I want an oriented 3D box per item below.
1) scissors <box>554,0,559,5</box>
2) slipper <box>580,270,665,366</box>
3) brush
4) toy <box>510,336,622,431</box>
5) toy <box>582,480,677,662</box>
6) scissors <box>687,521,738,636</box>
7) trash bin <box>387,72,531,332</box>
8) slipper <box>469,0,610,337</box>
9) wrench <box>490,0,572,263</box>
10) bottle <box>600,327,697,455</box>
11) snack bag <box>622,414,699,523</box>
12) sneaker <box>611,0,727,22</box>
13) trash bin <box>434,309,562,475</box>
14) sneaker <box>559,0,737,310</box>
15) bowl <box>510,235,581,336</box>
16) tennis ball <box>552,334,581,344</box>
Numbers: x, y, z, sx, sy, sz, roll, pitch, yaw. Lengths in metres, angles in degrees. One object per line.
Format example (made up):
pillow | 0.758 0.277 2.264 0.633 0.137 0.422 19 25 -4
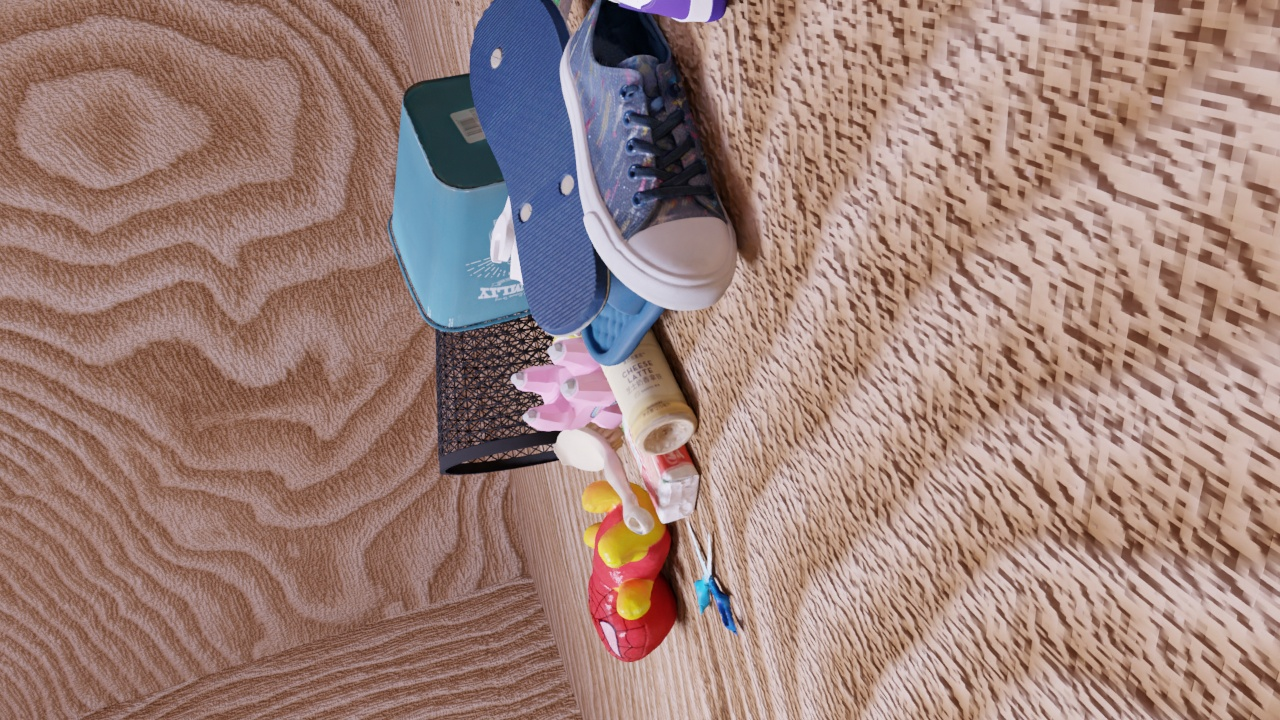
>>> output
scissors | -0.091 -0.351 0.863 0.126 0.011 0.127 100 151 -64
slipper | -0.016 -0.071 0.712 0.103 0.059 0.214 64 149 30
brush | -0.030 0.112 0.922 0.062 0.077 0.272 47 177 -19
toy | -0.048 0.028 0.910 0.124 0.157 0.067 -34 66 34
toy | -0.012 0.239 1.010 0.147 0.099 0.217 -104 8 -56
scissors | 0.065 0.205 0.848 0.133 0.014 0.128 -115 20 -50
trash bin | -0.170 -0.182 1.010 0.199 0.196 0.219 63 157 23
slipper | -0.062 -0.157 0.698 0.118 0.060 0.294 -31 65 44
wrench | -0.091 -0.207 0.789 0.047 0.009 0.274 -120 43 -54
bottle | -0.005 0.005 0.809 0.057 0.056 0.162 91 159 -51
snack bag | 0.017 0.085 0.854 0.077 0.036 0.115 93 158 -51
sneaker | -0.036 -0.251 0.532 0.244 0.111 0.092 -123 22 -53
trash bin | -0.164 0.005 1.168 0.217 0.216 0.243 128 132 -74
sneaker | 0.000 -0.142 0.579 0.079 0.087 0.235 109 147 -58
bowl | -0.088 -0.113 0.876 0.177 0.071 0.177 -179 91 -82
tennis ball | -0.063 -0.016 1.003 0.065 0.065 0.065 164 91 -77
